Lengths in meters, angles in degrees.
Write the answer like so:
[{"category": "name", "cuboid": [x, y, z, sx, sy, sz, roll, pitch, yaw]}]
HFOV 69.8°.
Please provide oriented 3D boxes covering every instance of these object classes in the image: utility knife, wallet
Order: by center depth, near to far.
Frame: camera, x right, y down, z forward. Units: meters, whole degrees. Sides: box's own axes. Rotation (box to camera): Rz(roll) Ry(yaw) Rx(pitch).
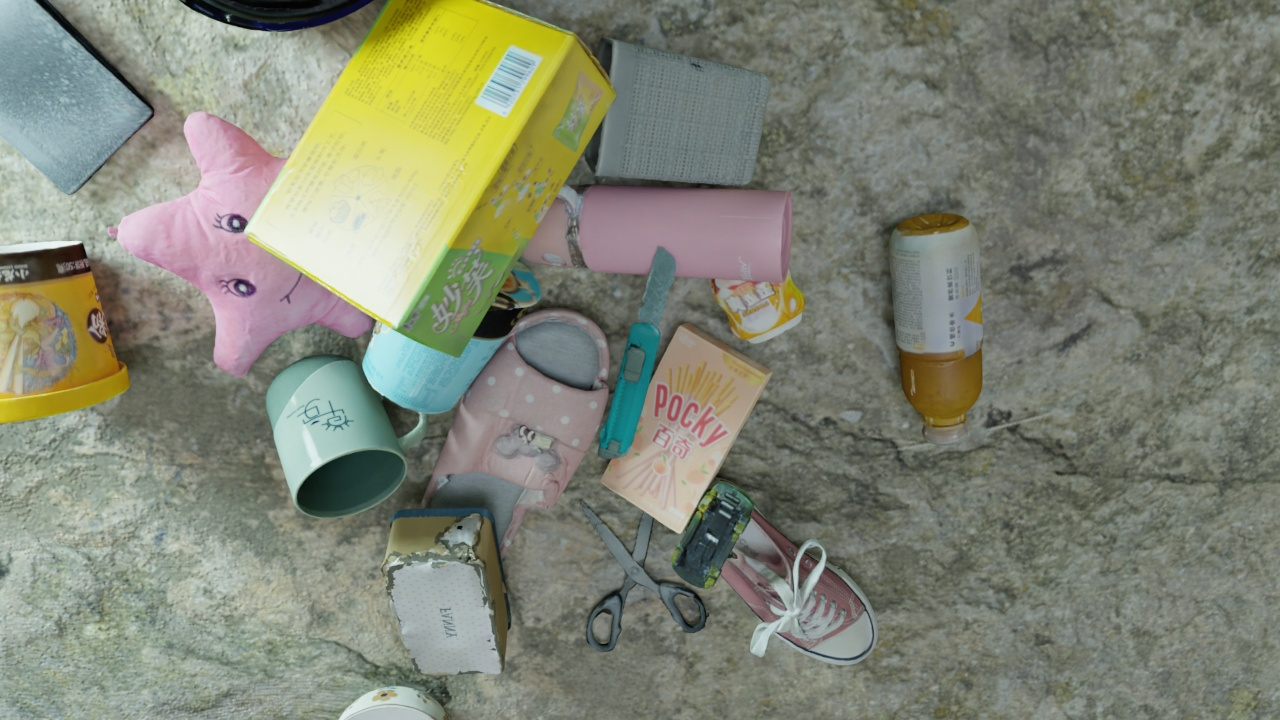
[{"category": "wallet", "cuboid": [-0.423, -0.191, 0.650, 0.097, 0.019, 0.121, -37, 111, 11]}, {"category": "utility knife", "cuboid": [-0.004, 0.004, 0.705, 0.029, 0.013, 0.217, 18, 129, 4]}]

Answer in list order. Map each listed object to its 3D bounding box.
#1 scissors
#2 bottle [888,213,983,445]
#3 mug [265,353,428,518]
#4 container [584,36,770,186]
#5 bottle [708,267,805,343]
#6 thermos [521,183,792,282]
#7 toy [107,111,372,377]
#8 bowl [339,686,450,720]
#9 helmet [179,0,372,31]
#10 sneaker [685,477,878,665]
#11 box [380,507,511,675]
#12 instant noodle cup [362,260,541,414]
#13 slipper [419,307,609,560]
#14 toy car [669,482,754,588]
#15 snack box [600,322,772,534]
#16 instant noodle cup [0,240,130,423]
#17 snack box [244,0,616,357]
[{"category": "scissors", "cuboid": [-0.001, 0.196, 0.838, 0.159, 0.014, 0.181, 22, 106, -13]}, {"category": "bottle", "cuboid": [0.243, -0.022, 0.746, 0.068, 0.068, 0.190, -11, 112, -1]}, {"category": "mug", "cuboid": [-0.223, 0.049, 0.707, 0.111, 0.106, 0.082, -22, 145, -15]}, {"category": "container", "cuboid": [0.025, -0.176, 0.659, 0.114, 0.090, 0.090, 6, 111, -11]}, {"category": "bottle", "cuboid": [0.083, -0.070, 0.718, 0.063, 0.063, 0.108, -27, 96, 5]}, {"category": "thermos", "cuboid": [0.007, -0.099, 0.663, 0.199, 0.067, 0.087, 6, 157, 14]}, {"category": "toy", "cuboid": [-0.287, -0.079, 0.671, 0.178, 0.074, 0.195, 1, 110, -20]}, {"category": "bowl", "cuboid": [-0.226, 0.345, 0.849, 0.113, 0.062, 0.113, -2, 111, -6]}, {"category": "helmet", "cuboid": [-0.198, -0.330, 0.499, 0.247, 0.240, 0.316, 37, 104, -15]}, {"category": "sneaker", "cuboid": [0.128, 0.203, 0.812, 0.118, 0.087, 0.241, -42, 108, 10]}, {"category": "box", "cuboid": [-0.159, 0.203, 0.776, 0.090, 0.060, 0.185, 1, 133, -2]}, {"category": "instant noodle cup", "cuboid": [-0.152, -0.027, 0.695, 0.111, 0.111, 0.121, 27, 112, -14]}, {"category": "slipper", "cuboid": [-0.112, 0.080, 0.760, 0.114, 0.054, 0.275, 26, 109, -14]}, {"category": "toy car", "cuboid": [0.061, 0.144, 0.758, 0.043, 0.036, 0.091, 31, 101, 13]}, {"category": "snack box", "cuboid": [0.036, 0.057, 0.761, 0.084, 0.026, 0.157, 31, 108, 15]}, {"category": "instant noodle cup", "cuboid": [-0.445, -0.025, 0.663, 0.118, 0.118, 0.114, -5, 103, -4]}, {"category": "snack box", "cuboid": [-0.137, -0.129, 0.598, 0.158, 0.070, 0.210, 29, 87, 27]}]
